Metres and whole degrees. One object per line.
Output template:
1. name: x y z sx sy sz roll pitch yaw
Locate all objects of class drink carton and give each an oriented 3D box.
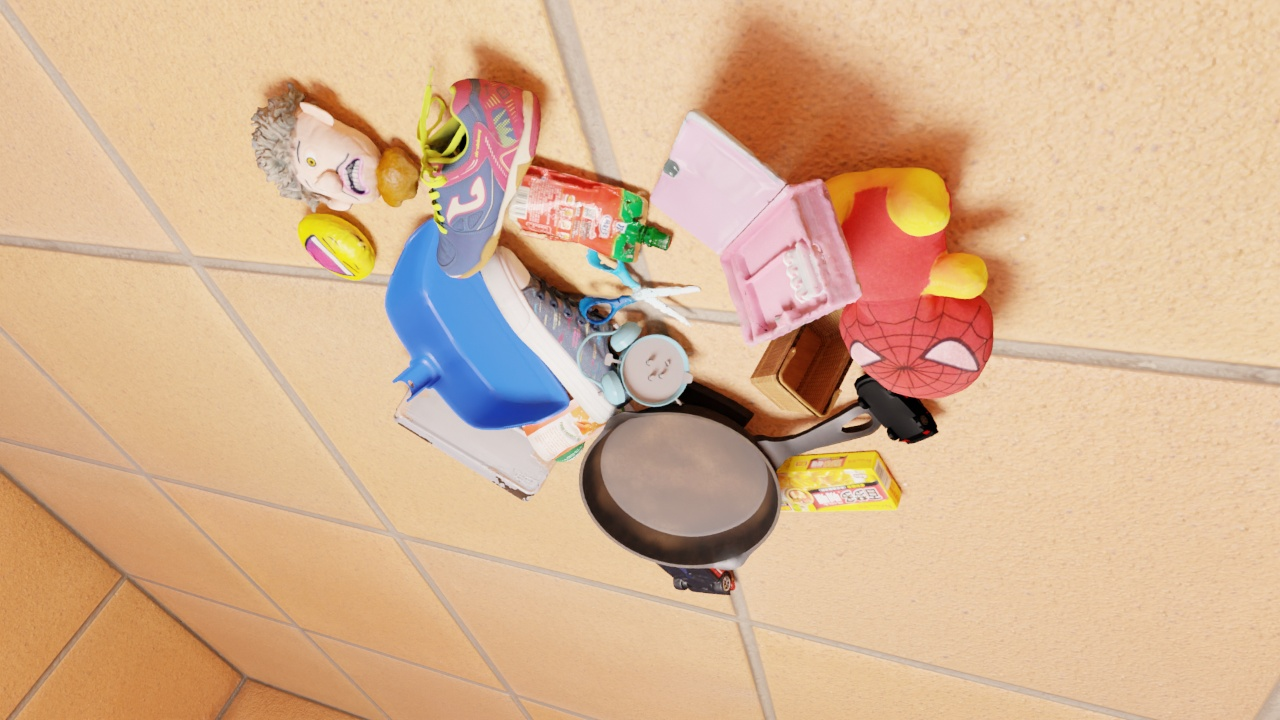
1. drink carton: -0.071 0.070 1.087 0.122 0.038 0.069 -29 129 8

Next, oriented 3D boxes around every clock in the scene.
1. clock: -0.006 0.005 0.949 0.123 0.087 0.042 14 179 -17

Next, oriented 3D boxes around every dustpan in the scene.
1. dustpan: -0.224 -0.006 1.066 0.245 0.059 0.258 55 147 -5

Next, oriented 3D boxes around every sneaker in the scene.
1. sneaker: -0.077 -0.037 0.977 0.079 0.087 0.235 -32 116 11
2. sneaker: -0.169 -0.167 0.848 0.091 0.116 0.243 8 146 -23

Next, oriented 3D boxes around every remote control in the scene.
1. remote control: 0.065 0.041 1.022 0.125 0.010 0.039 27 144 0

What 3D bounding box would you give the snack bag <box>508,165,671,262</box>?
1. snack bag: -0.046 -0.132 0.860 0.155 0.044 0.087 17 139 5

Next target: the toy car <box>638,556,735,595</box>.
1. toy car: 0.063 0.274 1.270 0.082 0.056 0.189 -3 141 35

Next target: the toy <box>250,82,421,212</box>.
1. toy: -0.305 -0.194 0.912 0.176 0.076 0.133 13 143 5

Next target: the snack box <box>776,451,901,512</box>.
1. snack box: 0.210 0.140 1.041 0.153 0.025 0.075 -9 131 38

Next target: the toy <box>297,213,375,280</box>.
1. toy: -0.344 -0.128 1.039 0.094 0.041 0.095 -3 137 39

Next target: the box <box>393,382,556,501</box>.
1. box: -0.213 0.094 1.216 0.216 0.094 0.108 33 120 -7

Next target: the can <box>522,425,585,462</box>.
1. can: -0.112 0.081 1.142 0.053 0.053 0.101 -10 131 39

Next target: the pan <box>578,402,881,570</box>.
1. pan: 0.098 0.114 1.014 0.357 0.043 0.249 -26 115 26

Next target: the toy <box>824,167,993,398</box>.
1. toy: 0.213 -0.057 0.740 0.148 0.098 0.216 12 142 43

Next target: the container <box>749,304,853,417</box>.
1. container: 0.152 -0.005 0.838 0.063 0.113 0.061 40 155 -17

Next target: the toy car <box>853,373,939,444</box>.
1. toy car: 0.248 0.043 0.893 0.091 0.036 0.042 46 139 -9

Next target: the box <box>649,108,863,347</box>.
1. box: 0.087 -0.101 0.726 0.179 0.059 0.233 55 171 -1

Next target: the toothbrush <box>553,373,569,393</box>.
1. toothbrush: -0.091 0.027 1.098 0.132 0.016 0.021 41 142 -23

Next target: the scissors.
1. scissors: -0.006 -0.060 0.923 0.132 0.015 0.110 29 123 -6
